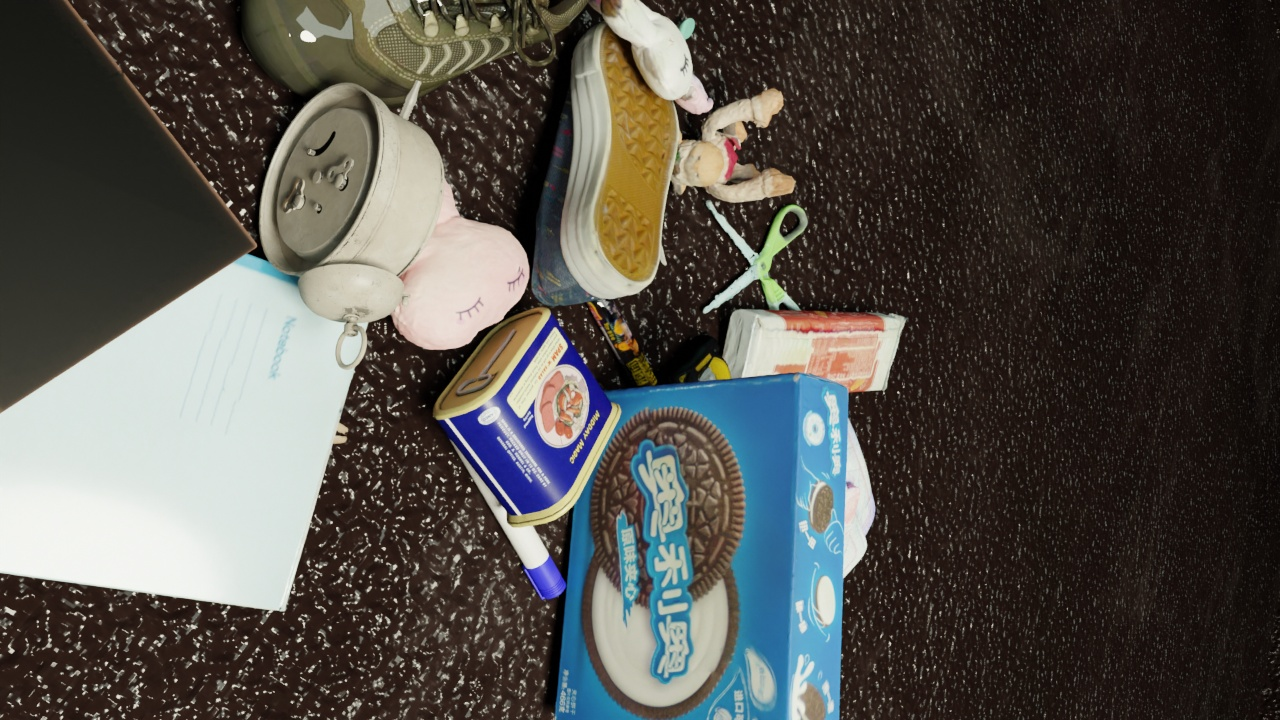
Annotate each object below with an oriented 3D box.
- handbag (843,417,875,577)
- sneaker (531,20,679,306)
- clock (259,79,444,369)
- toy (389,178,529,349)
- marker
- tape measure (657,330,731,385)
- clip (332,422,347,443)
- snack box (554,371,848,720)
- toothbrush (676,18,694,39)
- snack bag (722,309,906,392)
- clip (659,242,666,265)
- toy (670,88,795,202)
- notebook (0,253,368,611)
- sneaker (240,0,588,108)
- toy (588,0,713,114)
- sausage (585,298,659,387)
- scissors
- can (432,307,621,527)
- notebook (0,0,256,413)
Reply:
[{"bbox_3d":[0.148,0.127,0.795,0.126,0.069,0.159,-55,138,-31],"label":"handbag"},{"bbox_3d":[-0.030,-0.133,0.637,0.087,0.079,0.235,30,49,-37],"label":"sneaker"},{"bbox_3d":[-0.149,-0.069,0.487,0.061,0.104,0.156,20,58,-50],"label":"clock"},{"bbox_3d":[-0.122,-0.063,0.568,0.105,0.053,0.108,53,49,-15],"label":"toy"},{"bbox_3d":[-0.090,0.102,0.617,0.020,0.020,0.141,-42,118,-36],"label":"marker"},{"bbox_3d":[0.048,0.019,0.738,0.061,0.034,0.061,-47,122,-33],"label":"tape measure"},{"bbox_3d":[-0.195,0.031,0.515,0.058,0.026,0.052,-27,106,-32],"label":"clip"},{"bbox_3d":[0.036,0.134,0.603,0.056,0.196,0.238,16,74,-43],"label":"snack box"},{"bbox_3d":[0.008,-0.221,0.718,0.022,0.017,0.135,46,63,-34],"label":"toothbrush"},{"bbox_3d":[0.160,-0.007,0.833,0.224,0.041,0.077,-2,110,-45],"label":"snack bag"},{"bbox_3d":[-0.014,-0.114,0.697,0.055,0.046,0.102,-27,107,-48],"label":"clip"},{"bbox_3d":[0.060,-0.167,0.727,0.105,0.074,0.085,-11,107,-19],"label":"toy"},{"bbox_3d":[-0.268,0.012,0.437,0.253,0.009,0.181,21,75,-36],"label":"notebook"},{"bbox_3d":[-0.095,-0.212,0.528,0.237,0.143,0.101,-35,113,-38],"label":"sneaker"},{"bbox_3d":[0.011,-0.216,0.636,0.122,0.038,0.079,38,24,-37],"label":"toy"},{"bbox_3d":[-0.004,0.004,0.699,0.020,0.020,0.155,-46,119,-34],"label":"sausage"},{"bbox_3d":[0.108,-0.079,0.811,0.171,0.023,0.172,-42,123,-34],"label":"scissors"},{"bbox_3d":[-0.071,0.033,0.594,0.092,0.057,0.116,58,35,-24],"label":"can"},{"bbox_3d":[-0.296,-0.100,0.408,0.141,0.008,0.209,-46,112,-34],"label":"notebook"}]
